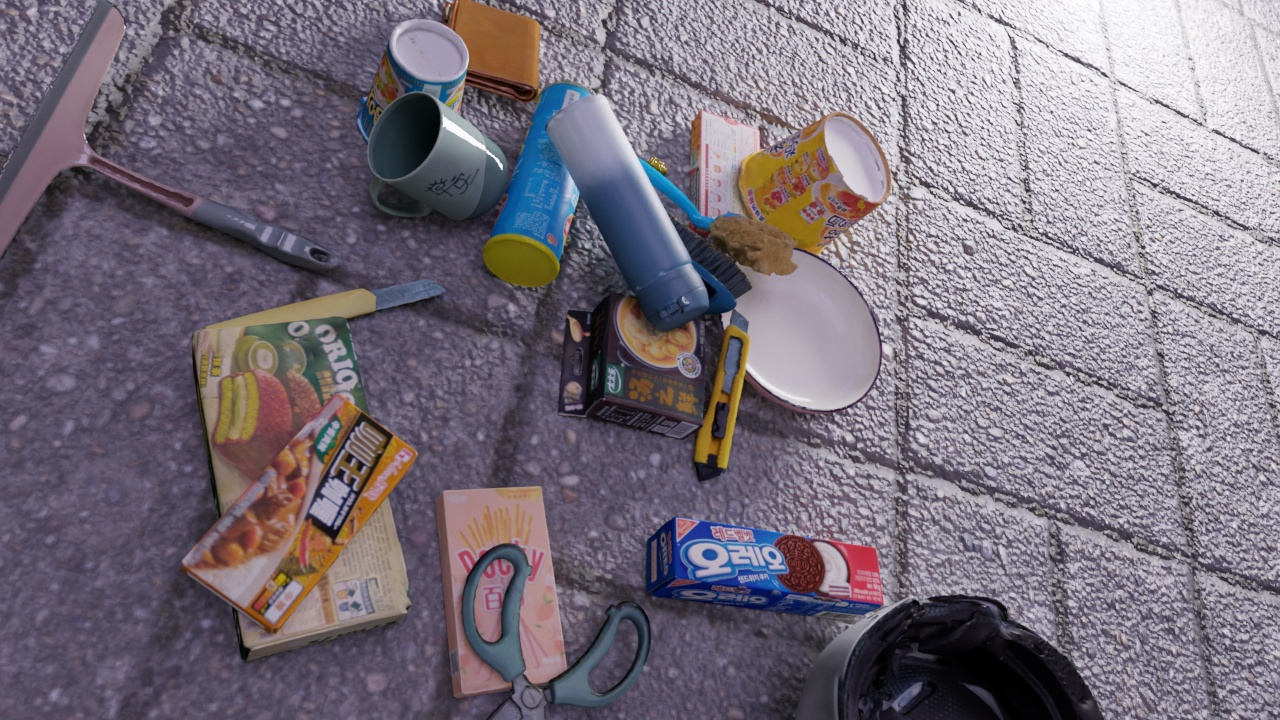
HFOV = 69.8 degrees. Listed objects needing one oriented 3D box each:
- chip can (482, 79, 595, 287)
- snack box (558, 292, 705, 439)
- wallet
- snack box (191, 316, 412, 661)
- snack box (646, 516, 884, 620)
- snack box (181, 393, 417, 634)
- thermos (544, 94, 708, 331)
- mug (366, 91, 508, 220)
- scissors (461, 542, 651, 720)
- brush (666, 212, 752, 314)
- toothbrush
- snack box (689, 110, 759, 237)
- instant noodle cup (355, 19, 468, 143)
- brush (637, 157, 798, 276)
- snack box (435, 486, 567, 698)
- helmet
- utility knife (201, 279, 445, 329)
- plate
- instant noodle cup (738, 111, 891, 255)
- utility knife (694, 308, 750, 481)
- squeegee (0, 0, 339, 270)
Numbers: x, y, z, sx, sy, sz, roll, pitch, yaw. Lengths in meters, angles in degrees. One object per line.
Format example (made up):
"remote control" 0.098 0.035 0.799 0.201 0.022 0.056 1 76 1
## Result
"chip can" -0.091 -0.174 0.887 0.071 0.071 0.209 21 57 -14
"snack box" -0.005 0.005 0.851 0.125 0.053 0.113 16 59 -23
"wallet" -0.156 -0.322 0.945 0.107 0.031 0.131 11 46 -17
"snack box" -0.255 0.088 0.680 0.114 0.063 0.240 -9 69 -29
"snack box" 0.110 0.185 0.803 0.207 0.057 0.058 12 58 -19
"snack box" -0.229 0.102 0.630 0.075 0.026 0.153 37 57 -4
"thermos" -0.010 -0.131 0.837 0.070 0.070 0.220 -26 86 -33
"mug" -0.187 -0.169 0.823 0.082 0.112 0.106 57 15 26
"scissors" -0.059 0.221 0.697 0.180 0.019 0.170 4 62 -25
"brush" 0.038 -0.091 0.898 0.073 0.055 0.144 -44 61 -6
"toothbrush" -0.053 -0.249 0.975 0.190 0.017 0.015 32 55 -7
"snack box" 0.094 -0.201 1.013 0.077 0.027 0.155 14 60 -19
"instant noodle cup" -0.206 -0.251 0.850 0.099 0.110 0.099 11 62 -20
"brush" 0.050 -0.160 0.930 0.255 0.046 0.083 36 28 16
"snack box" -0.111 0.178 0.723 0.084 0.026 0.157 0 65 -25
"helmet" 0.231 0.312 0.734 0.273 0.157 0.229 16 57 -29
"utility knife" -0.265 -0.041 0.769 0.212 0.022 0.031 -20 75 -24
"plate" 0.158 -0.029 0.946 0.192 0.039 0.192 11 61 -20
"instant noodle cup" 0.193 -0.192 0.985 0.138 0.110 0.137 18 60 -33
"utility knife" 0.078 0.031 0.863 0.033 0.015 0.170 12 77 2
"squeegee" -0.370 -0.129 0.755 0.249 0.040 0.247 24 73 -18
